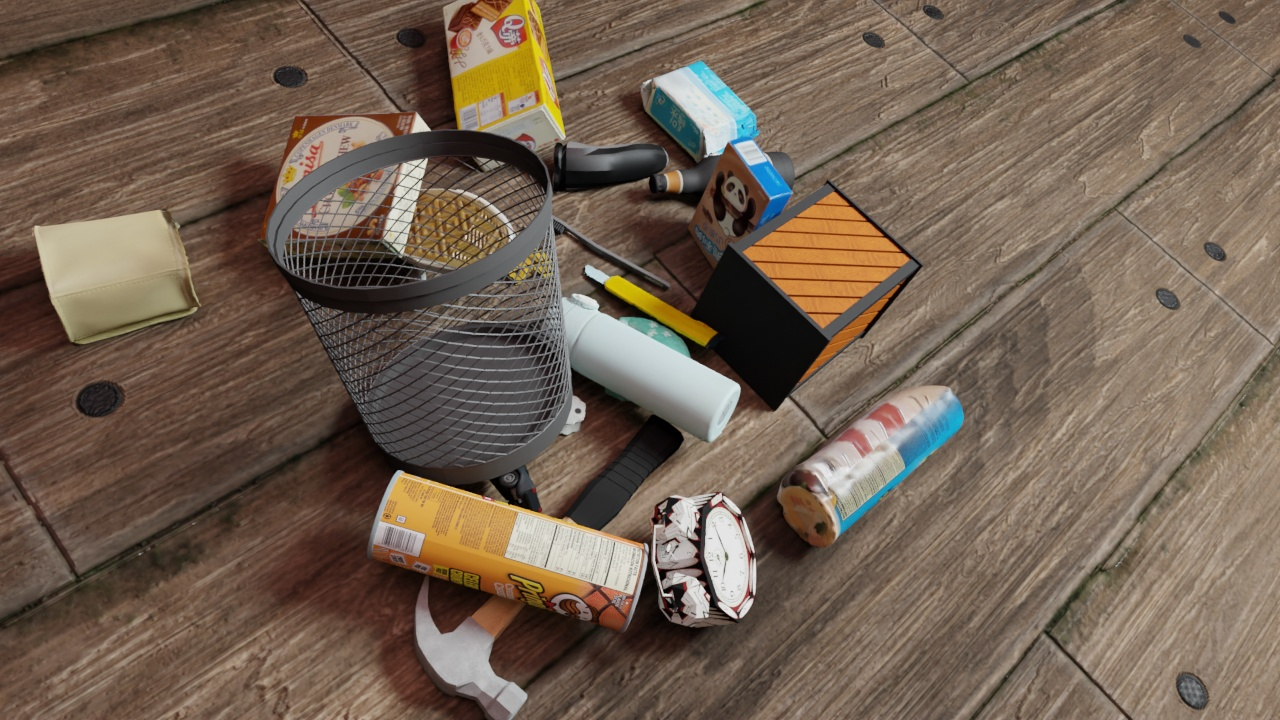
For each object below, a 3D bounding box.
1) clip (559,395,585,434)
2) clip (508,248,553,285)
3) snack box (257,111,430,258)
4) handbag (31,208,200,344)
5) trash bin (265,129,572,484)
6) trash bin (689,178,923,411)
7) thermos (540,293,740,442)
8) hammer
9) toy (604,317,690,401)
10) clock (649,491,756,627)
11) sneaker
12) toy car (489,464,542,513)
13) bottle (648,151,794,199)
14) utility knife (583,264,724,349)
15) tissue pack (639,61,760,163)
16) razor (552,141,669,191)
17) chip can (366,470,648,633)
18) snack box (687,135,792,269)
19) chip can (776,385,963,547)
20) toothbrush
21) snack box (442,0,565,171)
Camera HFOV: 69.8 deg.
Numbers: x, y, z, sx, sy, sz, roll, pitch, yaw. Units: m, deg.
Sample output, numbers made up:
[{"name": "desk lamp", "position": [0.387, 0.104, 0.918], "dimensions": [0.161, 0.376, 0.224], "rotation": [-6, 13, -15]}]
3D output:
[{"name": "clip", "position": [-0.083, 0.047, 0.902], "dimensions": [0.058, 0.050, 0.101], "rotation": [6, 57, 1]}, {"name": "clip", "position": [-0.122, -0.105, 0.996], "dimensions": [0.054, 0.045, 0.048], "rotation": [39, 30, 8]}, {"name": "snack box", "position": [-0.291, -0.173, 0.909], "dimensions": [0.147, 0.041, 0.143], "rotation": [3, 71, 18]}, {"name": "handbag", "position": [-0.478, -0.085, 0.843], "dimensions": [0.119, 0.081, 0.111], "rotation": [-19, 58, -25]}, {"name": "trash bin", "position": [-0.167, -0.040, 0.780], "dimensions": [0.218, 0.228, 0.217], "rotation": [-4, 43, 4]}, {"name": "trash bin", "position": [0.175, -0.072, 0.997], "dimensions": [0.171, 0.140, 0.139], "rotation": [-35, 73, -32]}, {"name": "thermos", "position": [-0.005, 0.005, 0.910], "dimensions": [0.207, 0.078, 0.065], "rotation": [29, 18, 17]}, {"name": "hammer", "position": [-0.069, 0.164, 0.833], "dimensions": [0.131, 0.039, 0.327], "rotation": [38, 55, 10]}, {"name": "toy", "position": [0.010, 0.001, 0.968], "dimensions": [0.085, 0.033, 0.105], "rotation": [10, 56, 2]}, {"name": "clock", "position": [0.042, 0.176, 0.807], "dimensions": [0.154, 0.065, 0.114], "rotation": [18, 61, -57]}, {"name": "sneaker", "position": [-0.225, -0.134, 0.947], "dimensions": [0.241, 0.088, 0.118], "rotation": [23, 76, 22]}, {"name": "toy car", "position": [-0.124, 0.097, 0.831], "dimensions": [0.034, 0.046, 0.112], "rotation": [-29, 45, -22]}, {"name": "bottle", "position": [0.097, -0.221, 1.120], "dimensions": [0.181, 0.059, 0.059], "rotation": [-8, 61, -22]}, {"name": "utility knife", "position": [0.012, -0.062, 1.004], "dimensions": [0.179, 0.017, 0.030], "rotation": [33, 41, 14]}, {"name": "tissue pack", "position": [0.075, -0.315, 1.173], "dimensions": [0.092, 0.062, 0.144], "rotation": [-30, 68, -29]}, {"name": "razor", "position": [-0.034, -0.235, 1.096], "dimensions": [0.156, 0.057, 0.060], "rotation": [-7, 28, -20]}, {"name": "chip can", "position": [-0.107, 0.157, 0.755], "dimensions": [0.215, 0.075, 0.075], "rotation": [17, 55, -4]}, {"name": "snack box", "position": [0.108, -0.167, 1.031], "dimensions": [0.034, 0.152, 0.087], "rotation": [-19, 66, -27]}, {"name": "chip can", "position": [0.240, 0.098, 0.949], "dimensions": [0.228, 0.080, 0.080], "rotation": [-31, 71, -32]}, {"name": "toothbrush", "position": [-0.040, -0.123, 1.042], "dimensions": [0.167, 0.013, 0.013], "rotation": [29, 62, 2]}, {"name": "snack box", "position": [-0.164, -0.344, 1.086], "dimensions": [0.110, 0.062, 0.230], "rotation": [-20, 60, 12]}]
